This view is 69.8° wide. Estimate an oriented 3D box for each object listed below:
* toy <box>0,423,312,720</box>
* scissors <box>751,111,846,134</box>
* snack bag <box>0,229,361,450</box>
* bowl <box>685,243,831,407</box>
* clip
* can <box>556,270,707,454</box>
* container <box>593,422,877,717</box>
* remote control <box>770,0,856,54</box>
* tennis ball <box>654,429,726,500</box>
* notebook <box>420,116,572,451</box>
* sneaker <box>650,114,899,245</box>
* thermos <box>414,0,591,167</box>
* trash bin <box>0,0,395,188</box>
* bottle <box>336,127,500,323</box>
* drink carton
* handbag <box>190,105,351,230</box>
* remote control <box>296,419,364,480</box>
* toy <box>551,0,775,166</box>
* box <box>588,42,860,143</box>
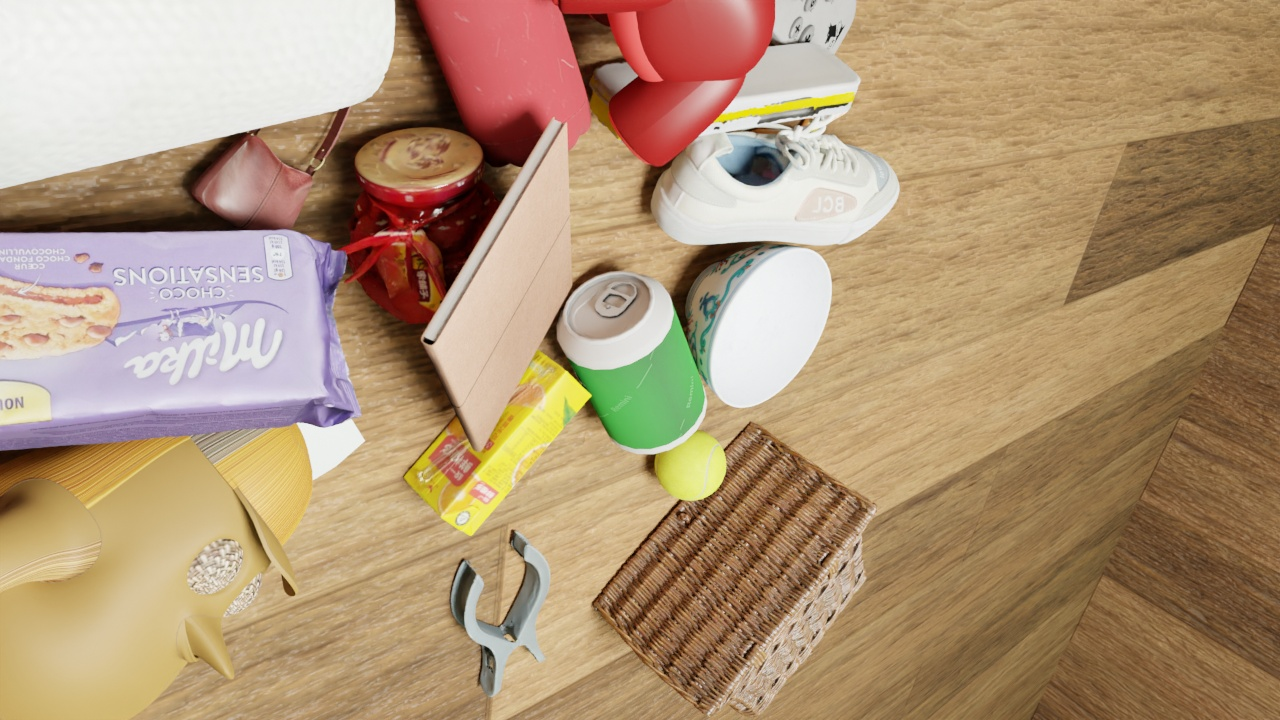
[{"bbox_3d":[-0.256,0.101,0.467,0.202,0.162,0.199,-43,168,-26],"label":"toy"},{"bbox_3d":[0.132,-0.193,0.768,0.132,0.012,0.097,-6,123,-42],"label":"scissors"},{"bbox_3d":[-0.239,-0.008,0.426,0.205,0.096,0.059,-3,158,-29],"label":"snack bag"},{"bbox_3d":[0.086,-0.041,0.779,0.143,0.074,0.144,-26,133,-32],"label":"bowl"},{"bbox_3d":[-0.134,0.229,0.780,0.127,0.028,0.167,-23,130,-32],"label":"clip"},{"bbox_3d":[-0.004,0.004,0.707,0.087,0.088,0.140,-42,139,-17],"label":"can"},{"bbox_3d":[0.112,0.231,0.938,0.249,0.162,0.183,-47,146,-11],"label":"container"},{"bbox_3d":[0.119,-0.273,0.684,0.151,0.019,0.074,23,99,-56],"label":"remote control"},{"bbox_3d":[0.046,0.095,0.840,0.065,0.065,0.065,-26,133,-32],"label":"tennis ball"},{"bbox_3d":[-0.078,-0.032,0.556,0.209,0.008,0.141,100,16,-70],"label":"notebook"},{"bbox_3d":[0.126,-0.147,0.710,0.241,0.089,0.091,-11,151,-33],"label":"sneaker"},{"bbox_3d":[-0.091,-0.218,0.473,0.073,0.073,0.240,-37,132,-22],"label":"thermos"},{"bbox_3d":[-0.198,-0.149,0.373,0.160,0.133,0.133,-23,131,-41],"label":"trash bin"},{"bbox_3d":[-0.123,-0.066,0.529,0.098,0.099,0.111,-28,140,-30],"label":"bottle"},{"bbox_3d":[-0.104,0.055,0.662,0.134,0.058,0.043,-50,139,-7],"label":"drink carton"},{"bbox_3d":[-0.182,-0.121,0.488,0.119,0.029,0.055,-57,144,-6],"label":"handbag"},{"bbox_3d":[-0.214,0.020,0.551,0.049,0.024,0.143,-38,138,-21],"label":"remote control"},{"bbox_3d":[0.015,-0.231,0.530,0.158,0.121,0.196,56,30,-47],"label":"toy"},{"bbox_3d":[0.063,-0.188,0.644,0.209,0.064,0.033,-17,141,-28],"label":"box"}]
